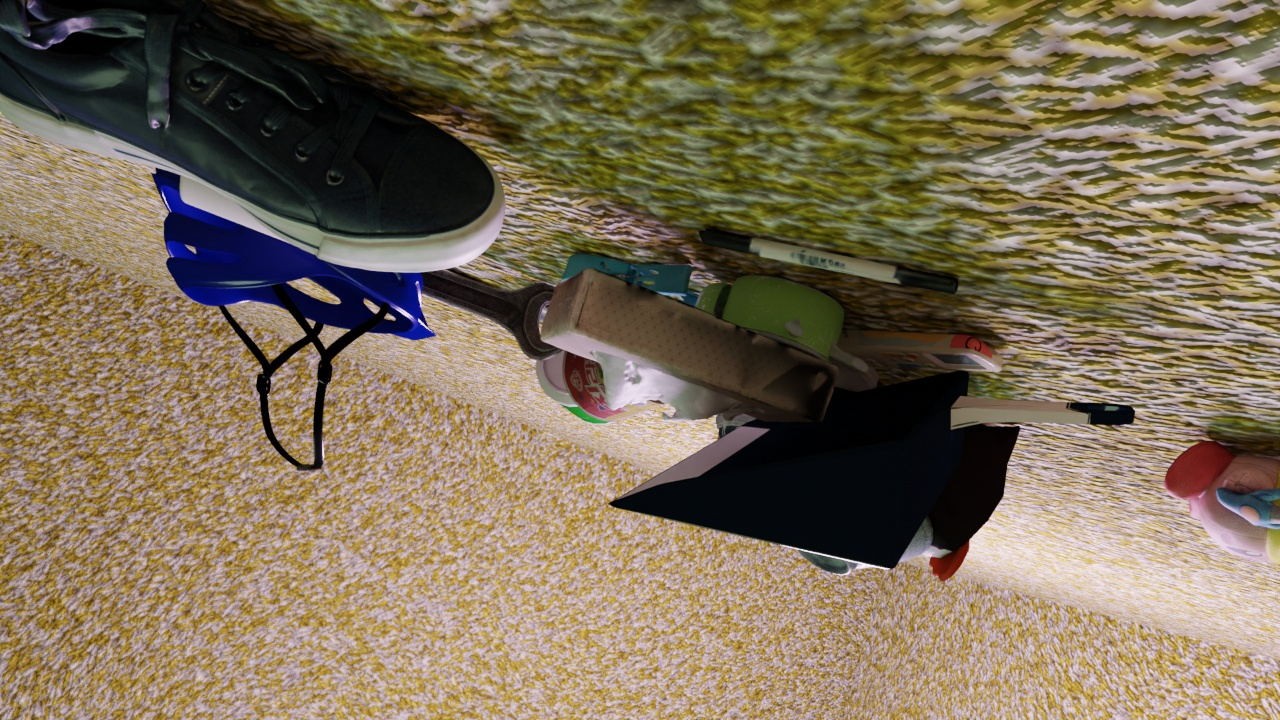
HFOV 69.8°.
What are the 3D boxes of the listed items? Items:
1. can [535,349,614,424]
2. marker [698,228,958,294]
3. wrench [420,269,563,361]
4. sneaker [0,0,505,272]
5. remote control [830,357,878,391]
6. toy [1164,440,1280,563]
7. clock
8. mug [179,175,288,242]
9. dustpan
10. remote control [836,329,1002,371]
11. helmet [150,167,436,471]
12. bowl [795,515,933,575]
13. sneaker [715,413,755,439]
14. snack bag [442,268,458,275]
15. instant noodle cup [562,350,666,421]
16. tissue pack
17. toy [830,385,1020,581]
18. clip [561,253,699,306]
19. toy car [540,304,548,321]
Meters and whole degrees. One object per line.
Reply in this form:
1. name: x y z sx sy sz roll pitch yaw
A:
1. can: -0.056 0.018 1.014 0.088 0.087 0.140 16 170 16
2. marker: 0.104 -0.058 0.526 0.152 0.011 0.011 15 169 21
3. wrench: -0.189 -0.071 0.841 0.273 0.070 0.010 20 170 5
4. sneaker: -0.207 -0.138 0.467 0.294 0.120 0.127 22 148 -3
5. remote control: 0.119 -0.006 0.755 0.151 0.019 0.074 14 169 28
6. toy: 0.426 0.090 0.597 0.124 0.097 0.131 36 180 -41
7. clock: 0.092 -0.024 0.636 0.094 0.042 0.119 27 167 -33
8. mug: -0.233 -0.131 0.597 0.097 0.078 0.112 21 142 -14
9. dustpan: 0.155 0.049 0.584 0.273 0.080 0.235 8 -168 26
10. remote control: 0.187 -0.006 0.632 0.038 0.018 0.126 25 167 -35
11. helmet: -0.278 -0.038 0.717 0.241 0.227 0.148 25 159 -37
12. bowl: 0.158 0.134 0.737 0.137 0.057 0.137 30 152 18
13. sneaker: 0.191 0.116 0.958 0.269 0.132 0.103 17 168 3
14. snack bag: -0.210 -0.090 0.921 0.157 0.013 0.057 24 175 -29
15. instant noodle cup: -0.005 0.004 0.806 0.100 0.100 0.113 22 170 -20
16. tissue pack: 0.026 0.004 0.608 0.181 0.071 0.104 18 170 -17
17. toy: 0.214 0.073 0.791 0.184 0.140 0.158 29 -158 -3
18. clip: -0.002 -0.056 0.697 0.116 0.026 0.097 14 167 24
19. toy car: -0.070 -0.041 0.890 0.089 0.027 0.039 22 168 -16
